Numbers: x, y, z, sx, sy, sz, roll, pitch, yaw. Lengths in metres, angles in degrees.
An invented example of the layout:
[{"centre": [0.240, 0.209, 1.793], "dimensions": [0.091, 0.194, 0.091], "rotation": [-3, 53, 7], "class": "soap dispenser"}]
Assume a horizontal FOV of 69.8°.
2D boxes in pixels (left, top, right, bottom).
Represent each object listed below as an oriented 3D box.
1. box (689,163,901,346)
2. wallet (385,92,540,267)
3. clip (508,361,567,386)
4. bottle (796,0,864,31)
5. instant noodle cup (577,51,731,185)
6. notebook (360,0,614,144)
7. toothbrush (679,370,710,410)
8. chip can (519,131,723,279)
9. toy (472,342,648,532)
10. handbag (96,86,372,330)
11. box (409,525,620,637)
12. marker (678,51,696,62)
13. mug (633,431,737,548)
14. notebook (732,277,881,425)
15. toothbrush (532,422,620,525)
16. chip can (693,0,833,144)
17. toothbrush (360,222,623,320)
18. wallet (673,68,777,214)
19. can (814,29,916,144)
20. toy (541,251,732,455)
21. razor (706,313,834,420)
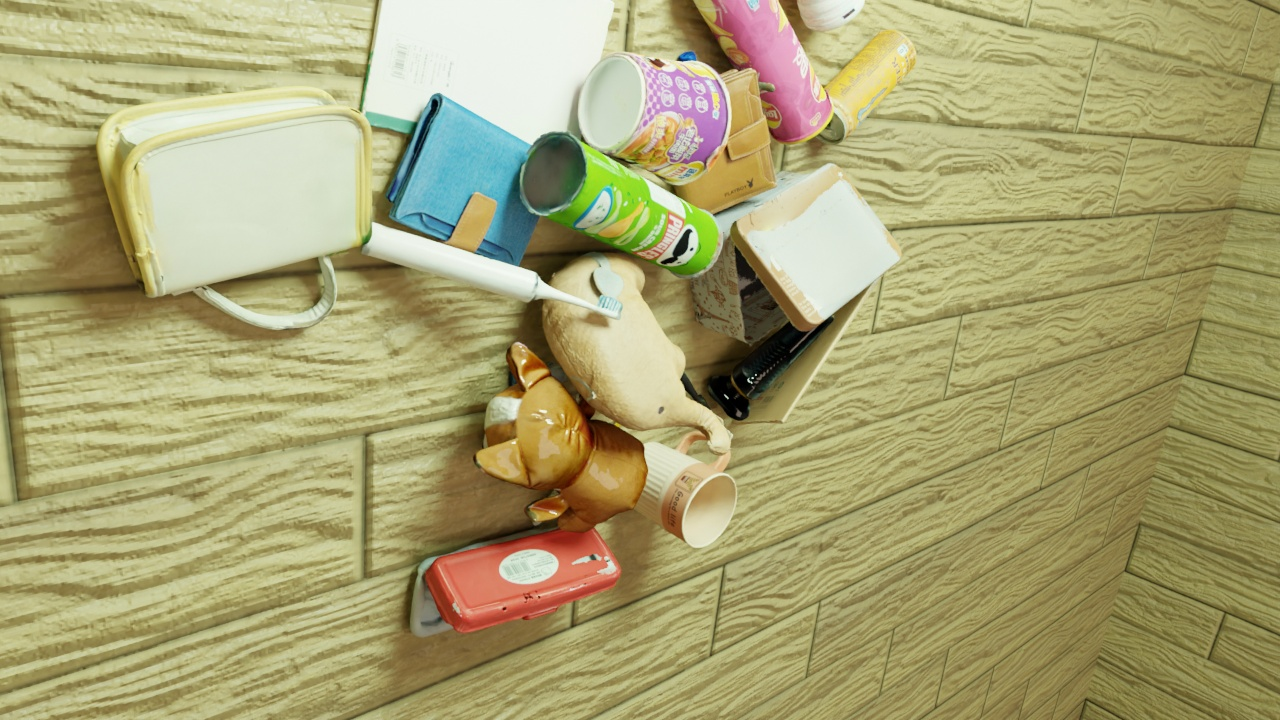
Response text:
[{"centre": [0.170, -0.113, 0.967], "dimensions": [0.181, 0.168, 0.151], "rotation": [-33, 129, -30], "class": "box"}, {"centre": [-0.134, -0.141, 0.749], "dimensions": [0.133, 0.040, 0.106], "rotation": [20, 95, -47], "class": "wallet"}, {"centre": [-0.097, 0.014, 0.870], "dimensions": [0.056, 0.028, 0.024], "rotation": [-5, 109, -33], "class": "clip"}, {"centre": [0.159, -0.422, 0.900], "dimensions": [0.068, 0.068, 0.197], "rotation": [-52, 132, -15], "class": "bottle"}, {"centre": [0.007, -0.217, 0.802], "dimensions": [0.099, 0.112, 0.111], "rotation": [2, 106, -47], "class": "instant noodle cup"}, {"centre": [-0.118, -0.245, 0.743], "dimensions": [0.208, 0.012, 0.150], "rotation": [2, 107, -44], "class": "notebook"}, {"centre": [0.029, -0.002, 0.984], "dimensions": [0.026, 0.027, 0.212], "rotation": [-28, 136, 11], "class": "toothbrush"}, {"centre": [-0.010, -0.133, 0.823], "dimensions": [0.235, 0.072, 0.072], "rotation": [15, 97, -57], "class": "chip can"}, {"centre": [-0.081, 0.079, 0.848], "dimensions": [0.199, 0.131, 0.140], "rotation": [43, 47, -55], "class": "toy"}, {"centre": [-0.271, -0.094, 0.636], "dimensions": [0.163, 0.063, 0.179], "rotation": [-23, 137, -36], "class": "handbag"}, {"centre": [-0.127, 0.223, 0.902], "dimensions": [0.201, 0.095, 0.100], "rotation": [-5, 138, -44], "class": "box"}, {"centre": [0.064, -0.238, 0.921], "dimensions": [0.016, 0.017, 0.146], "rotation": [-40, 131, -25], "class": "marker"}, {"centre": [0.046, 0.130, 0.997], "dimensions": [0.081, 0.106, 0.114], "rotation": [40, 78, -46], "class": "mug"}, {"centre": [0.190, -0.011, 1.065], "dimensions": [0.008, 0.148, 0.207], "rotation": [38, 77, -10], "class": "notebook"}, {"centre": [-0.046, 0.099, 0.957], "dimensions": [0.191, 0.018, 0.016], "rotation": [-48, 132, -18], "class": "toothbrush"}, {"centre": [0.119, -0.308, 0.905], "dimensions": [0.071, 0.071, 0.210], "rotation": [-56, 136, -10], "class": "chip can"}, {"centre": [-0.115, -0.068, 0.748], "dimensions": [0.221, 0.027, 0.026], "rotation": [16, 91, -22], "class": "toothbrush"}, {"centre": [0.082, -0.216, 0.914], "dimensions": [0.119, 0.035, 0.131], "rotation": [-22, 127, -4], "class": "wallet"}, {"centre": [0.250, -0.311, 1.041], "dimensions": [0.145, 0.058, 0.058], "rotation": [-47, 133, -19], "class": "can"}, {"centre": [-0.005, 0.005, 0.842], "dimensions": [0.143, 0.083, 0.226], "rotation": [-31, 90, -41], "class": "toy"}, {"centre": [0.152, -0.005, 1.047], "dimensions": [0.167, 0.062, 0.067], "rotation": [-44, 180, 9], "class": "razor"}]
